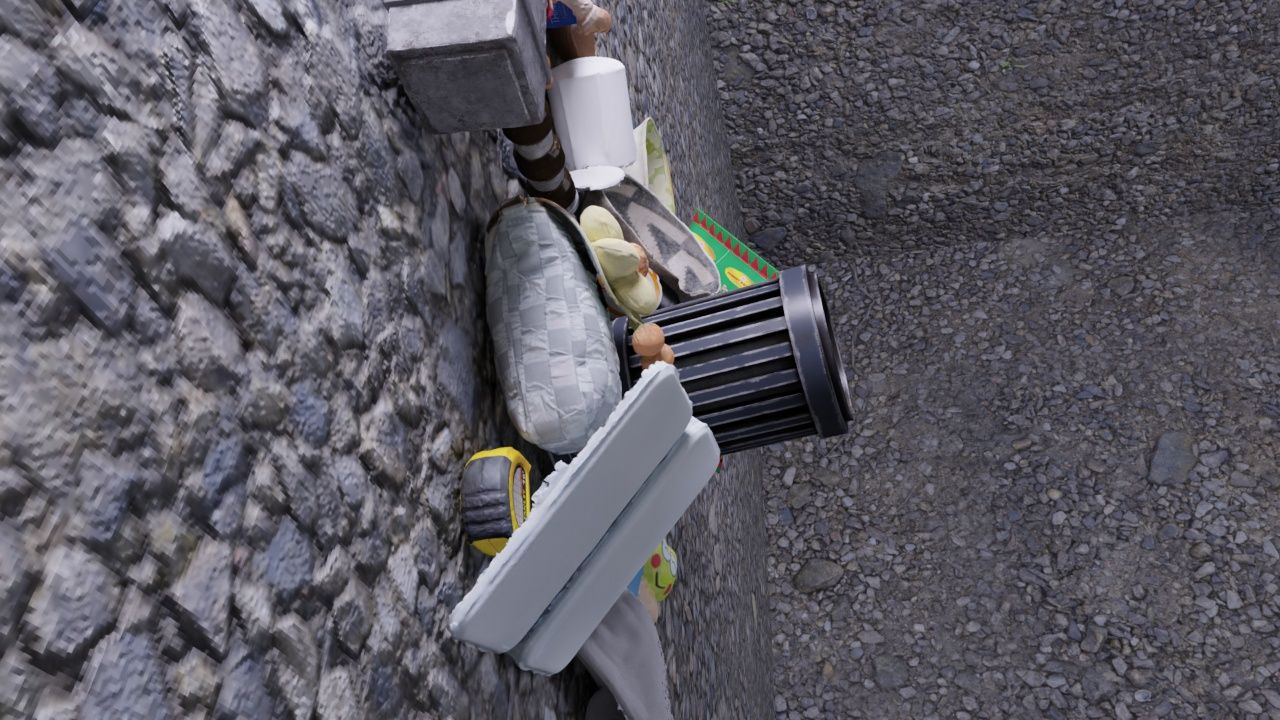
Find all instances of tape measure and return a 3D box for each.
[{"bbox_3d":[-0.090,0.088,0.570,0.064,0.037,0.065,43,40,-74],"label":"tape measure"}]

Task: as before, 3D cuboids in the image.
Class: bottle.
[{"bbox_3d":[0.005,-0.049,0.850,0.181,0.059,0.059,40,32,-23],"label":"bottle"}]

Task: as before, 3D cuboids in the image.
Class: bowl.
[{"bbox_3d":[-0.001,-0.197,1.126,0.218,0.060,0.188,-72,153,-67],"label":"bowl"},{"bbox_3d":[-0.004,-0.111,0.950,0.178,0.081,0.178,41,23,-22],"label":"bowl"},{"bbox_3d":[-0.074,-0.344,0.909,0.117,0.030,0.118,-6,89,-79],"label":"bowl"}]

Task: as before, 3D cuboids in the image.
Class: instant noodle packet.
[{"bbox_3d":[0.079,-0.026,1.084,0.195,0.090,0.253,50,-46,51],"label":"instant noodle packet"}]

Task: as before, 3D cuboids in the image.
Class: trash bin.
[{"bbox_3d":[0.048,0.016,0.758,0.164,0.228,0.164,-14,90,-76],"label":"trash bin"}]

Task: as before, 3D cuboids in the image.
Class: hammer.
[{"bbox_3d":[-0.086,-0.184,0.669,0.327,0.079,0.176,73,14,-64],"label":"hammer"}]

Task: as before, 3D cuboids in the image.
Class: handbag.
[{"bbox_3d":[-0.042,-0.022,0.652,0.112,0.123,0.171,62,18,-76],"label":"handbag"}]

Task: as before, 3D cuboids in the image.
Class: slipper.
[{"bbox_3d":[-0.012,0.291,0.766,0.112,0.074,0.247,48,-24,50],"label":"slipper"}]

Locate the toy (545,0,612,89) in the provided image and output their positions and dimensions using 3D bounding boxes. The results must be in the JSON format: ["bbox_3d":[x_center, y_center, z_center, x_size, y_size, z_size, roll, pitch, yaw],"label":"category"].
[{"bbox_3d":[-0.081,-0.276,0.722,0.074,0.085,0.106,64,17,13],"label":"toy"}]

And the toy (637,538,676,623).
[{"bbox_3d":[0.003,0.223,0.924,0.115,0.046,0.092,-64,144,-39],"label":"toy"}]

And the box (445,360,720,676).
[{"bbox_3d":[-0.025,0.112,0.605,0.208,0.037,0.189,-50,158,-13],"label":"box"}]

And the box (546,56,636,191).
[{"bbox_3d":[-0.050,-0.218,0.841,0.150,0.080,0.106,-81,162,-66],"label":"box"}]

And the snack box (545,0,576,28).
[{"bbox_3d":[-0.083,-0.389,0.831,0.056,0.057,0.206,73,15,-57],"label":"snack box"}]

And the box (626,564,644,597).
[{"bbox_3d":[-0.028,0.143,0.876,0.093,0.052,0.231,62,17,-18],"label":"box"}]
